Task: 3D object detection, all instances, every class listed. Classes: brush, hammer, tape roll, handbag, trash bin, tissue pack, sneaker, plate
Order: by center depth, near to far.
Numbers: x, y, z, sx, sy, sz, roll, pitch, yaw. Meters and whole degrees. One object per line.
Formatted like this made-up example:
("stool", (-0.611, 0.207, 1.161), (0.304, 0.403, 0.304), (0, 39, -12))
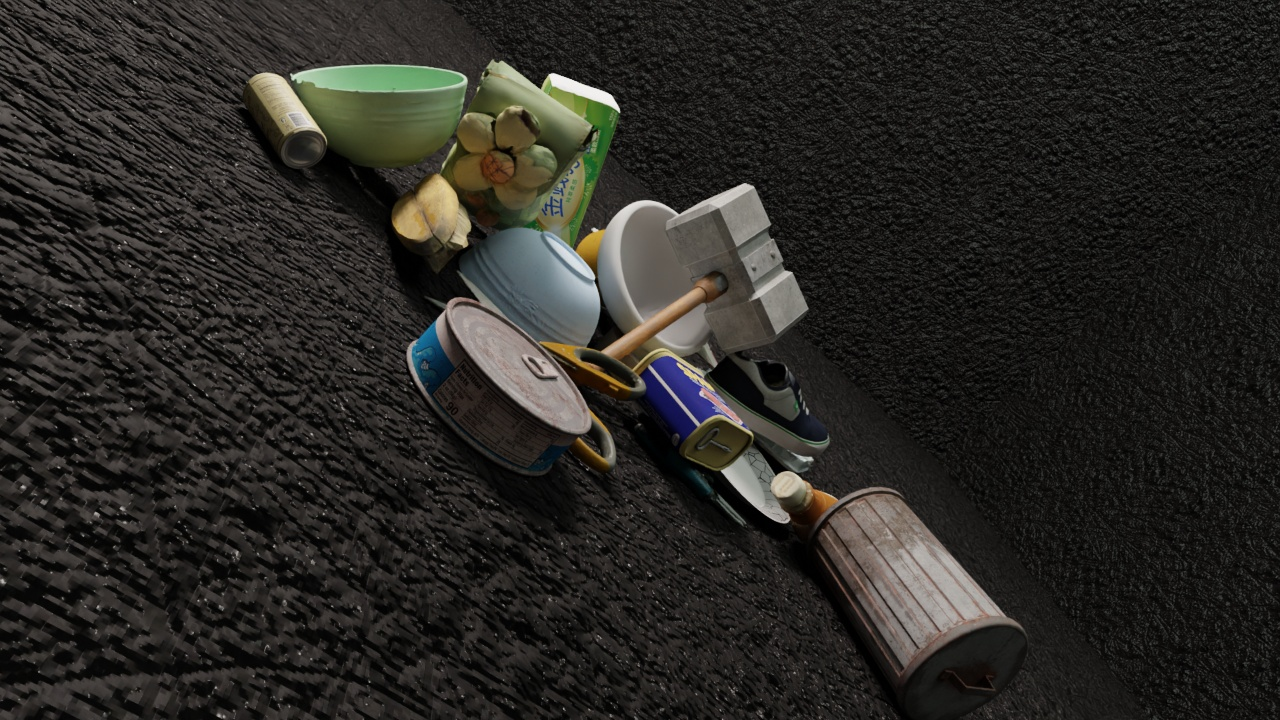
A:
("brush", (-0.178, -0.121, 0.783), (0.043, 0.059, 0.195), (51, 2, -27))
("handbag", (-0.126, -0.177, 0.852), (0.113, 0.187, 0.116), (31, 53, -11))
("trash bin", (0.264, 0.237, 0.889), (0.130, 0.131, 0.211), (36, 14, -36))
("hammer", (0.035, -0.050, 0.936), (0.316, 0.083, 0.163), (-35, 104, -42))
("tissue pack", (-0.122, -0.211, 0.987), (0.141, 0.198, 0.120), (17, 15, -14))
("tape roll", (-0.006, 0.006, 0.996), (0.093, 0.030, 0.093), (42, 13, -12))
("plate", (0.098, 0.105, 1.012), (0.188, 0.016, 0.188), (45, 16, -17))
("sneaker", (0.171, 0.050, 1.109), (0.235, 0.079, 0.084), (27, 17, -42))

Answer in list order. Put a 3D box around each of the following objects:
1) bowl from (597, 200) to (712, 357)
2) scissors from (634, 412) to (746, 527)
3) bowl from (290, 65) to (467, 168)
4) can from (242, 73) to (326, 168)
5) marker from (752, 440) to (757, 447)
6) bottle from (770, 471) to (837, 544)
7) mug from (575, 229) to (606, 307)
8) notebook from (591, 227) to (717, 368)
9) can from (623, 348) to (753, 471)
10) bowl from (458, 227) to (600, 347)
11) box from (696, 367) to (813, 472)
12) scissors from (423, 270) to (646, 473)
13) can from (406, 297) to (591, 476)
("bowl", (0.008, -0.084, 1.021), (0.176, 0.066, 0.176), (21, 61, -44))
("scissors", (0.046, 0.102, 0.881), (0.126, 0.019, 0.143), (29, 22, -53))
("bowl", (-0.231, -0.219, 0.827), (0.151, 0.077, 0.150), (2, 25, -1))
("can", (-0.282, -0.190, 0.726), (0.079, 0.038, 0.038), (51, 14, 26))
("marker", (0.107, 0.087, 1.128), (0.021, 0.017, 0.123), (13, -13, 41))
("bottle", (0.187, 0.167, 0.983), (0.167, 0.059, 0.059), (44, 10, -45))
("mug", (-0.031, -0.109, 1.106), (0.094, 0.123, 0.100), (3, -66, 58))
("notebook", (0.020, -0.082, 1.239), (0.209, 0.012, 0.153), (43, -9, 37))
("can", (0.049, 0.050, 0.880), (0.092, 0.056, 0.116), (50, 10, 31))
("bowl", (-0.092, -0.074, 0.876), (0.150, 0.075, 0.150), (42, 13, -13))
("box", (0.153, 0.082, 1.233), (0.189, 0.037, 0.208), (40, 5, 13))
("scissors", (-0.077, 0.009, 0.754), (0.225, 0.016, 0.216), (25, 29, -30))
("can", (-0.096, 0.017, 0.636), (0.130, 0.044, 0.129), (42, 13, -12))
